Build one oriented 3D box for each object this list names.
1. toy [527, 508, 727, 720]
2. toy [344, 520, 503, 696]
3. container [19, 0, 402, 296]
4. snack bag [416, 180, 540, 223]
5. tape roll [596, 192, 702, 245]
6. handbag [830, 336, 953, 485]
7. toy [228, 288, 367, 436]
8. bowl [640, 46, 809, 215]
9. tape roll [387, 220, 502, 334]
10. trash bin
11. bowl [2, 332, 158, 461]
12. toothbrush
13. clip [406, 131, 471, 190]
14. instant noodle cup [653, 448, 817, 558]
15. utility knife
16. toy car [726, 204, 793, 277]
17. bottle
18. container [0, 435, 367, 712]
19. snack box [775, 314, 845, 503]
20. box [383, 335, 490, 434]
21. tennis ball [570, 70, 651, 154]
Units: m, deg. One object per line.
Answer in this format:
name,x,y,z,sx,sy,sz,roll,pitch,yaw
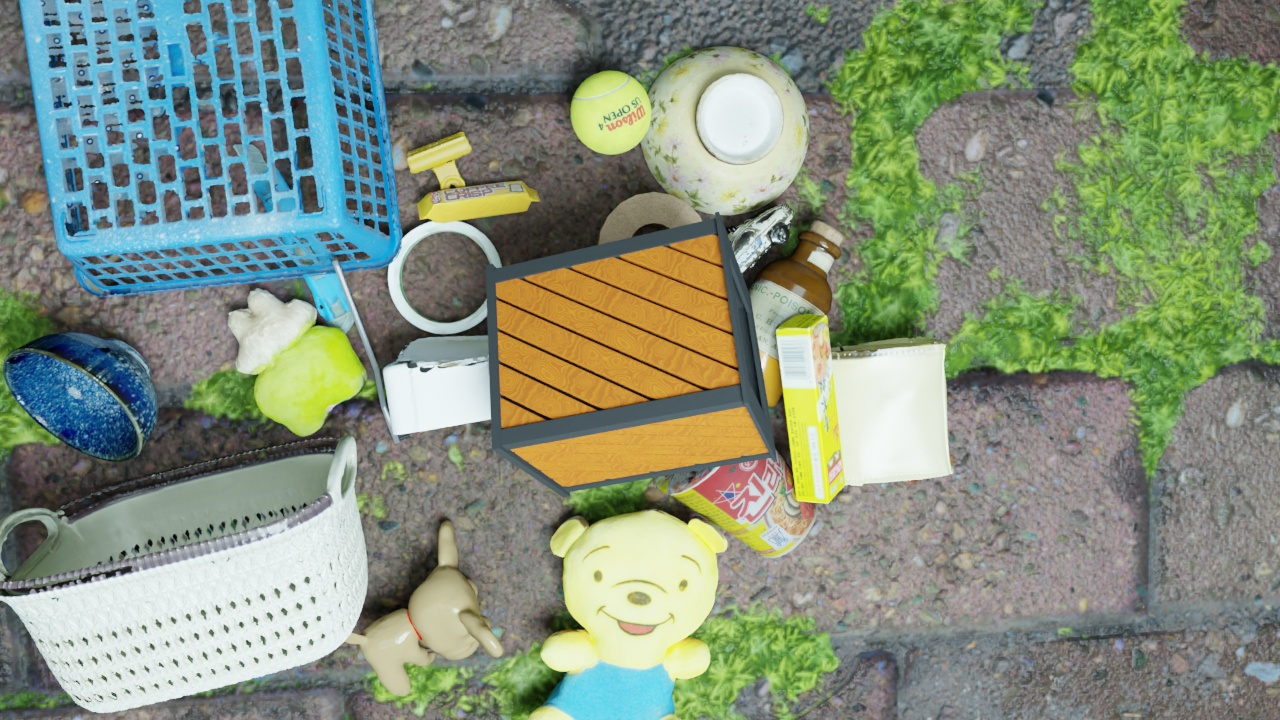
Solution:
toy,-0.012,0.225,0.772,0.149,0.084,0.214,9,92,-7
toy,-0.174,0.216,0.751,0.108,0.134,0.106,-31,140,-4
container,-0.333,-0.239,0.685,0.257,0.089,0.362,-7,94,-4
snack bag,-0.132,-0.131,0.751,0.099,0.026,0.020,-9,131,-12
tape roll,0.010,-0.093,0.773,0.094,0.027,0.094,0,95,-6
handbag,0.204,0.040,0.783,0.111,0.081,0.119,-6,97,2
toy,-0.283,-0.003,0.743,0.092,0.043,0.118,-42,94,3
bowl,0.076,-0.194,0.754,0.145,0.063,0.145,0,94,-7
tape roll,-0.161,-0.069,0.762,0.094,0.018,0.094,0,94,-6
trash bin,-0.004,0.004,0.676,0.172,0.140,0.139,-11,66,12
bowl,-0.421,0.018,0.713,0.114,0.060,0.115,11,134,12
toothbrush,-0.218,-0.005,0.738,0.013,0.013,0.167,-19,117,-11
clip,-0.161,-0.160,0.751,0.054,0.048,0.046,-22,72,-6
instant noodle cup,0.088,0.105,0.770,0.112,0.100,0.100,42,89,-15
utility knife,-0.280,-0.100,0.749,0.031,0.015,0.175,-30,96,-6
toy car,0.081,-0.090,0.771,0.040,0.048,0.113,44,89,-8
bottle,0.120,-0.043,0.770,0.068,0.068,0.157,29,91,-8
container,-0.324,0.153,0.687,0.251,0.184,0.143,-13,105,-6
snack box,0.136,0.039,0.731,0.029,0.040,0.148,1,108,33
box,-0.149,0.001,0.728,0.107,0.102,0.095,-12,94,-5
tennis ball,-0.024,-0.200,0.742,0.065,0.065,0.065,-1,95,-6
